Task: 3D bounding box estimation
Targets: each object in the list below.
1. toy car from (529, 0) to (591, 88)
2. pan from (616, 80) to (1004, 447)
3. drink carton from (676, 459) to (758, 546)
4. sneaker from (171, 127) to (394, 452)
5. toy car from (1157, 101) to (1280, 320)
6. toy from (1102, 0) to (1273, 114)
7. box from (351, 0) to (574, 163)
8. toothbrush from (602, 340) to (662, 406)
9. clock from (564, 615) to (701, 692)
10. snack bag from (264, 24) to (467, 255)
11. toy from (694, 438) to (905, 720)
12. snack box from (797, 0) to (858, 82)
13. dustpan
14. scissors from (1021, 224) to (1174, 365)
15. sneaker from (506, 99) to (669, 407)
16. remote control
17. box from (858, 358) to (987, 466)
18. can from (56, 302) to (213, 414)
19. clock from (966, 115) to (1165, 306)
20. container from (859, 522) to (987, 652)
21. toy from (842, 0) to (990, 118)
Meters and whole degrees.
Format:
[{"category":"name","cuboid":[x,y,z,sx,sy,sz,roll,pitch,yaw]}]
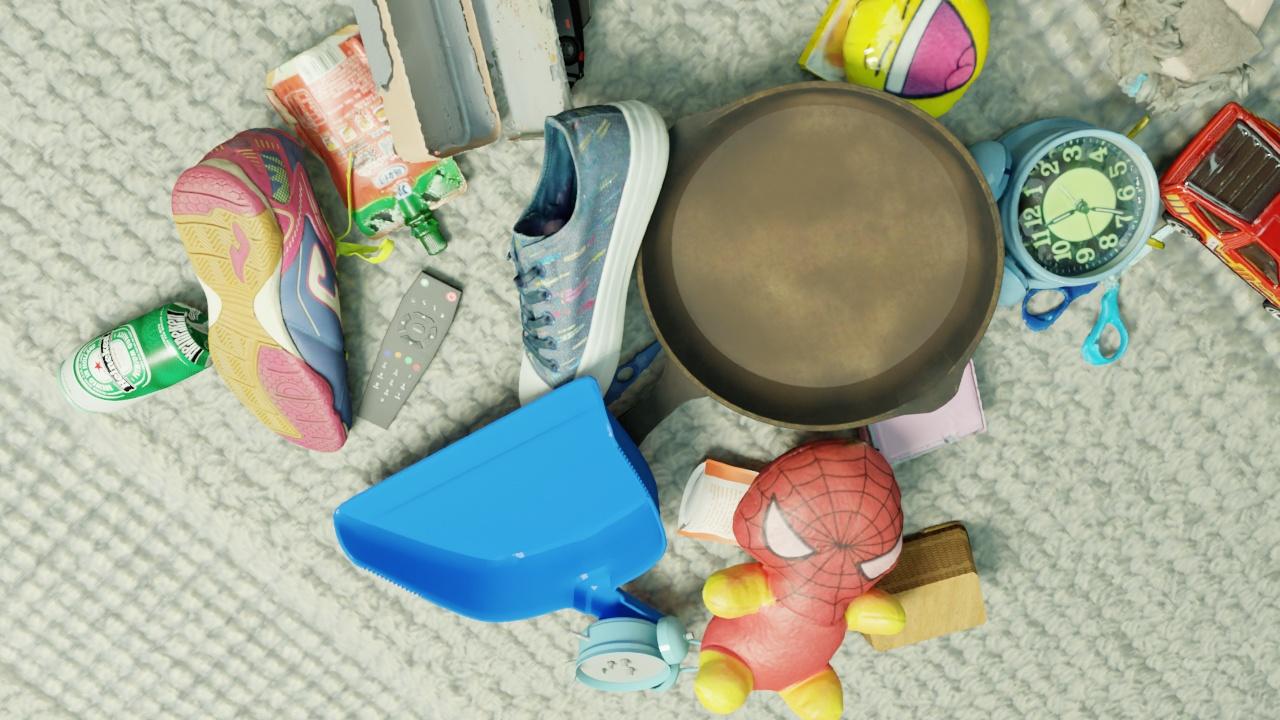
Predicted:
[{"category":"toy car","cuboid":[-0.051,-0.221,0.583,0.036,0.042,0.092,-20,113,-22]},{"category":"pan","cuboid":[0.070,-0.026,0.626,0.248,0.043,0.357,44,116,-6]},{"category":"drink carton","cuboid":[0.096,0.119,0.716,0.122,0.038,0.069,15,109,-13]},{"category":"sneaker","cuboid":[-0.230,-0.040,0.627,0.116,0.090,0.242,10,131,11]},{"category":"toy car","cuboid":[0.441,-0.091,0.631,0.189,0.056,0.082,34,103,-15]},{"category":"toy","cuboid":[0.353,-0.243,0.564,0.132,0.076,0.176,19,111,-38]},{"category":"box","cuboid":[-0.125,-0.232,0.549,0.107,0.095,0.216,-22,112,-26]},{"category":"toothbrush","cuboid":[-0.004,0.004,0.677,0.132,0.016,0.021,-41,103,12]},{"category":"clock","cuboid":[0.005,0.233,0.716,0.123,0.041,0.088,4,138,-7]},{"category":"snack bag","cuboid":[-0.176,-0.137,0.613,0.087,0.044,0.155,-26,113,13]},{"category":"toy","cuboid":[0.116,0.152,0.660,0.147,0.099,0.216,12,102,-23]},{"category":"snack box","cuboid":[0.172,-0.241,0.587,0.075,0.025,0.152,25,108,-10]},{"category":"dustpan","cuboid":[-0.053,0.145,0.690,0.246,0.059,0.257,-27,134,24]},{"category":"scissors","cuboid":[0.329,-0.063,0.662,0.103,0.015,0.134,12,108,-5]},{"category":"sneaker","cuboid":[-0.054,-0.057,0.599,0.079,0.087,0.236,-3,122,-36]},{"category":"remote control","cuboid":[-0.171,-0.006,0.673,0.039,0.010,0.125,27,107,-11]},{"category":"box","cuboid":[0.181,-0.039,0.650,0.098,0.046,0.233,-16,109,5]},{"category":"can","cuboid":[-0.353,-0.001,0.648,0.101,0.053,0.053,-24,109,7]},{"category":"clock","cuboid":[0.267,-0.099,0.617,0.162,0.060,0.118,-18,104,-1]},{"category":"container","cuboid":[0.215,0.181,0.722,0.114,0.061,0.063,-17,109,5]},{"category":"toy","cuboid":[0.170,-0.195,0.568,0.094,0.041,0.096,20,108,-14]}]
